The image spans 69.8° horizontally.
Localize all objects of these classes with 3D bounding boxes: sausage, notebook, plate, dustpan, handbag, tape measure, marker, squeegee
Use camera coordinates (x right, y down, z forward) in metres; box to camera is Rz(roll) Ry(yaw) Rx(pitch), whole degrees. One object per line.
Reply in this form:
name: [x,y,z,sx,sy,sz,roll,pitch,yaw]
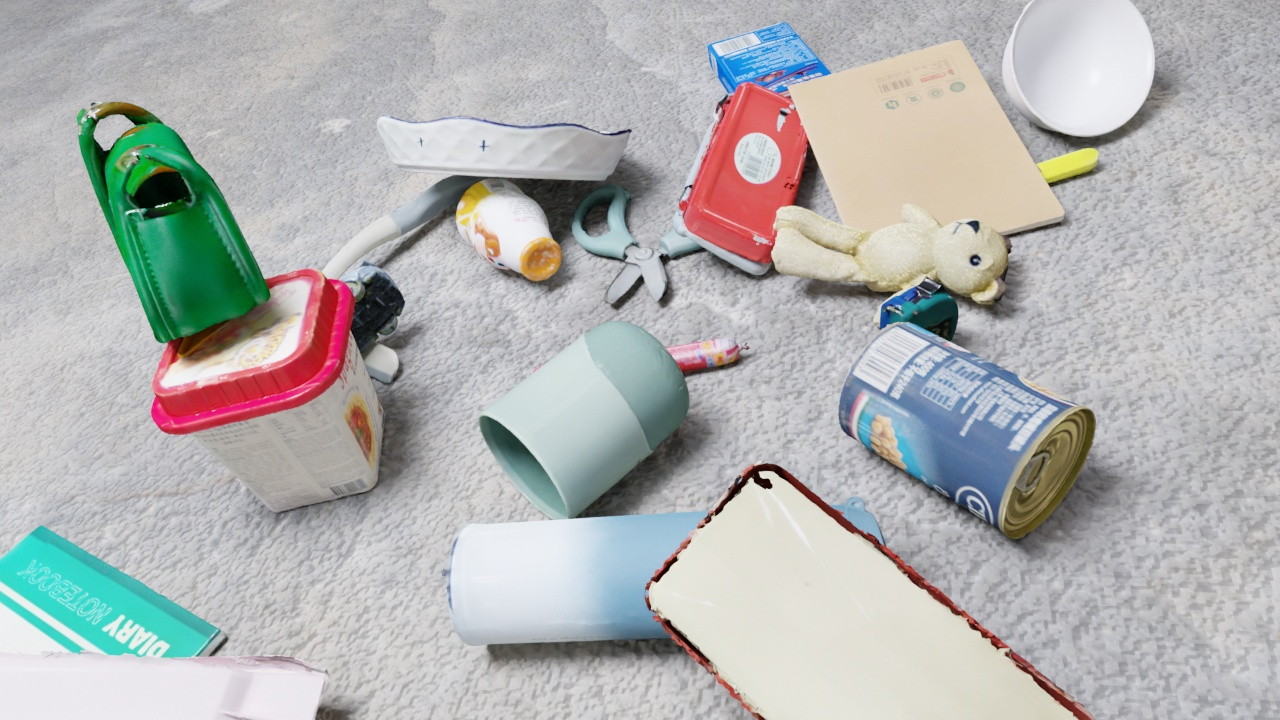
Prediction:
sausage: [-0.004,0.004,0.619,0.156,0.020,0.020,-9,42,9]
notebook: [-0.365,0.185,0.544,0.209,0.012,0.150,14,49,30]
plate: [-0.113,-0.176,0.764,0.205,0.045,0.204,3,12,-1]
dustpan: [-0.306,0.247,0.441,0.273,0.139,0.222,16,51,-6]
notebook: [0.211,-0.165,0.706,0.148,0.008,0.207,-14,55,4]
handbag: [-0.279,-0.083,0.537,0.067,0.120,0.131,-27,40,-21]
tape measure: [0.171,-0.019,0.562,0.054,0.058,0.025,-29,43,-20]
marker: [0.279,-0.131,0.682,0.124,0.015,0.018,-18,49,2]
squeegee: [-0.217,-0.105,0.789,0.247,0.039,0.245,19,52,33]

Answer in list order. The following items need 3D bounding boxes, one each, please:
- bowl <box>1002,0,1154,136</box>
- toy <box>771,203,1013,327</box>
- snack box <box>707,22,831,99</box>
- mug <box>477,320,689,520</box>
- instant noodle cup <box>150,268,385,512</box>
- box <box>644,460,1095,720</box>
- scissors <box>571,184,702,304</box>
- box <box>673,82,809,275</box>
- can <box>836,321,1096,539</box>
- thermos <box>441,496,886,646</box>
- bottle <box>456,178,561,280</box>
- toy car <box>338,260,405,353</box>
bowl: [0.329,-0.228,0.721,0.118,0.118,0.065,-23,3,-8]
toy: [0.165,-0.074,0.614,0.157,0.066,0.104,10,54,17]
snack box: [0.124,-0.272,0.871,0.084,0.026,0.157,-17,42,0]
mug: [-0.037,0.034,0.561,0.106,0.082,0.112,-40,15,-24]
instant noodle cup: [-0.225,0.025,0.587,0.117,0.124,0.116,-14,41,3]
box: [0.085,0.124,0.367,0.168,0.079,0.091,39,82,21]
scissors: [-0.004,-0.104,0.737,0.178,0.019,0.173,18,53,31]
box: [0.082,-0.148,0.723,0.087,0.049,0.200,23,48,-3]
can: [0.170,0.033,0.491,0.075,0.075,0.111,-35,45,-21]
thermos: [0.015,0.110,0.465,0.221,0.070,0.070,-5,43,12]
bottle: [-0.102,-0.102,0.730,0.063,0.063,0.108,-31,43,-16]
toy car: [-0.227,-0.020,0.670,0.120,0.054,0.037,-47,58,-8]
